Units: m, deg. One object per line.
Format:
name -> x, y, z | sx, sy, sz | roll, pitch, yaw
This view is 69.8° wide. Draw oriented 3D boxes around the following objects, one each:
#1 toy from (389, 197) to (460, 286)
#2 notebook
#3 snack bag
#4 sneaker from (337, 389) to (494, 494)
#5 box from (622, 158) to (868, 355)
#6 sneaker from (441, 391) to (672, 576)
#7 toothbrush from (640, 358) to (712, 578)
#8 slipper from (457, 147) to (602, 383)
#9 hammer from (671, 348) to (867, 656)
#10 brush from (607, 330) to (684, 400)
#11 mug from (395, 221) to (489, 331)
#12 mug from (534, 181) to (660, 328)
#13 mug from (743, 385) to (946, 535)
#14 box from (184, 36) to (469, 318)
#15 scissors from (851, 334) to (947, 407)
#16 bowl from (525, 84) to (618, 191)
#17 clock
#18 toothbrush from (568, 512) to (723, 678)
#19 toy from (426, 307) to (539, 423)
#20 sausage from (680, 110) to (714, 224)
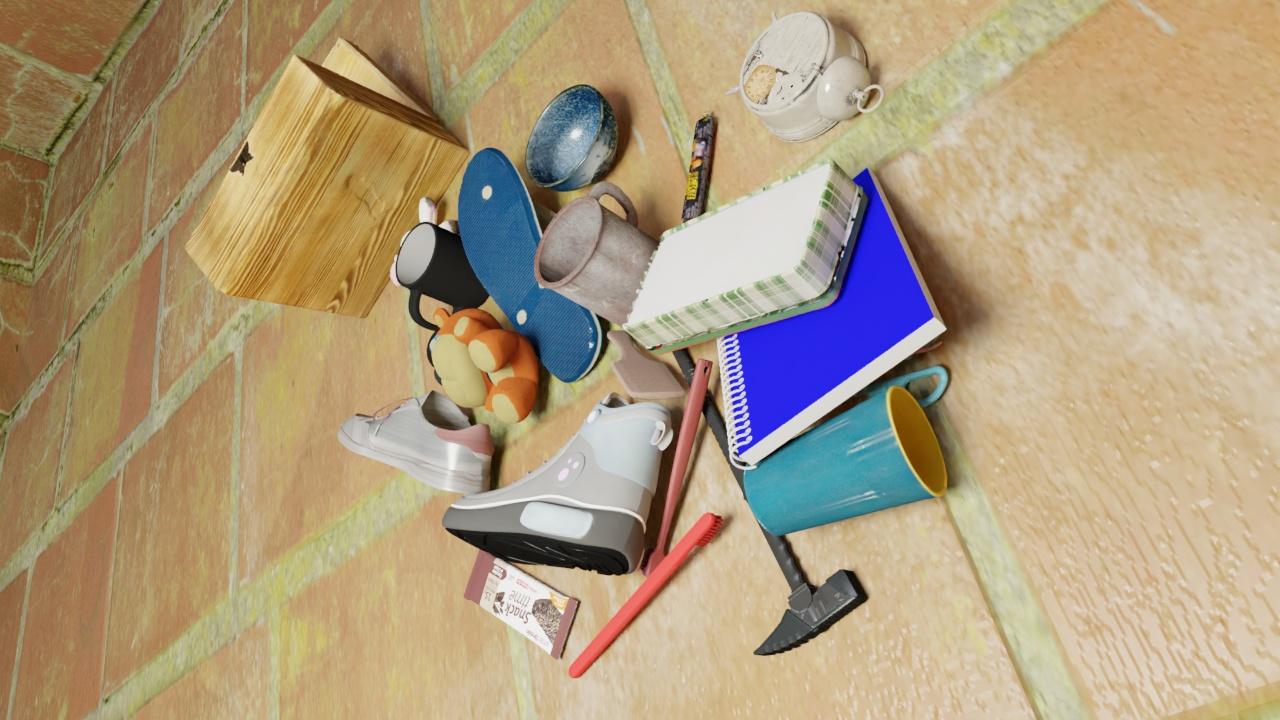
toy -> -0.277, -0.142, 1.157 | 0.123, 0.038, 0.079 | -48, 59, 19
notebook -> 0.125, -0.037, 0.683 | 0.172, 0.022, 0.208 | -40, 28, 26
snack bag -> -0.118, 0.227, 0.872 | 0.158, 0.013, 0.057 | 15, 87, 46
sneaker -> -0.237, 0.075, 0.992 | 0.236, 0.099, 0.089 | 14, 85, 39
box -> 0.078, -0.075, 0.730 | 0.206, 0.051, 0.117 | -19, 43, 49
sneaker -> -0.075, 0.105, 0.838 | 0.257, 0.093, 0.160 | -5, 56, 50
toothbrush -> 0.030, 0.091, 0.766 | 0.016, 0.016, 0.190 | 15, 91, 59
slipper -> -0.112, -0.099, 0.968 | 0.118, 0.060, 0.294 | -47, 60, 27
hammer -> 0.069, 0.080, 0.749 | 0.095, 0.015, 0.324 | -45, 47, 23
brush -> -0.005, 0.005, 0.824 | 0.135, 0.049, 0.015 | -125, 38, -60
mug -> -0.226, -0.090, 1.048 | 0.078, 0.088, 0.113 | 7, 79, 45
mug -> -0.026, -0.100, 0.842 | 0.096, 0.110, 0.122 | -4, 65, 44
mug -> 0.137, 0.075, 0.633 | 0.122, 0.078, 0.078 | -27, 57, 31
box -> -0.439, -0.267, 1.208 | 0.336, 0.285, 0.279 | 42, 105, 28
scissors -> 0.168, 0.024, 0.681 | 0.142, 0.015, 0.076 | -38, 52, 36
bowl -> -0.062, -0.223, 0.963 | 0.115, 0.060, 0.114 | -20, 59, 37
clock -> 0.143, -0.238, 0.768 | 0.157, 0.061, 0.103 | 41, 103, 47
toothbrush -> 0.002, 0.199, 0.760 | 0.213, 0.018, 0.012 | -53, 41, 24
toy -> -0.165, -0.001, 0.944 | 0.096, 0.112, 0.176 | -27, 24, -15
sausage -> 0.053, -0.164, 0.857 | 0.020, 0.020, 0.155 | -4, 72, 43
